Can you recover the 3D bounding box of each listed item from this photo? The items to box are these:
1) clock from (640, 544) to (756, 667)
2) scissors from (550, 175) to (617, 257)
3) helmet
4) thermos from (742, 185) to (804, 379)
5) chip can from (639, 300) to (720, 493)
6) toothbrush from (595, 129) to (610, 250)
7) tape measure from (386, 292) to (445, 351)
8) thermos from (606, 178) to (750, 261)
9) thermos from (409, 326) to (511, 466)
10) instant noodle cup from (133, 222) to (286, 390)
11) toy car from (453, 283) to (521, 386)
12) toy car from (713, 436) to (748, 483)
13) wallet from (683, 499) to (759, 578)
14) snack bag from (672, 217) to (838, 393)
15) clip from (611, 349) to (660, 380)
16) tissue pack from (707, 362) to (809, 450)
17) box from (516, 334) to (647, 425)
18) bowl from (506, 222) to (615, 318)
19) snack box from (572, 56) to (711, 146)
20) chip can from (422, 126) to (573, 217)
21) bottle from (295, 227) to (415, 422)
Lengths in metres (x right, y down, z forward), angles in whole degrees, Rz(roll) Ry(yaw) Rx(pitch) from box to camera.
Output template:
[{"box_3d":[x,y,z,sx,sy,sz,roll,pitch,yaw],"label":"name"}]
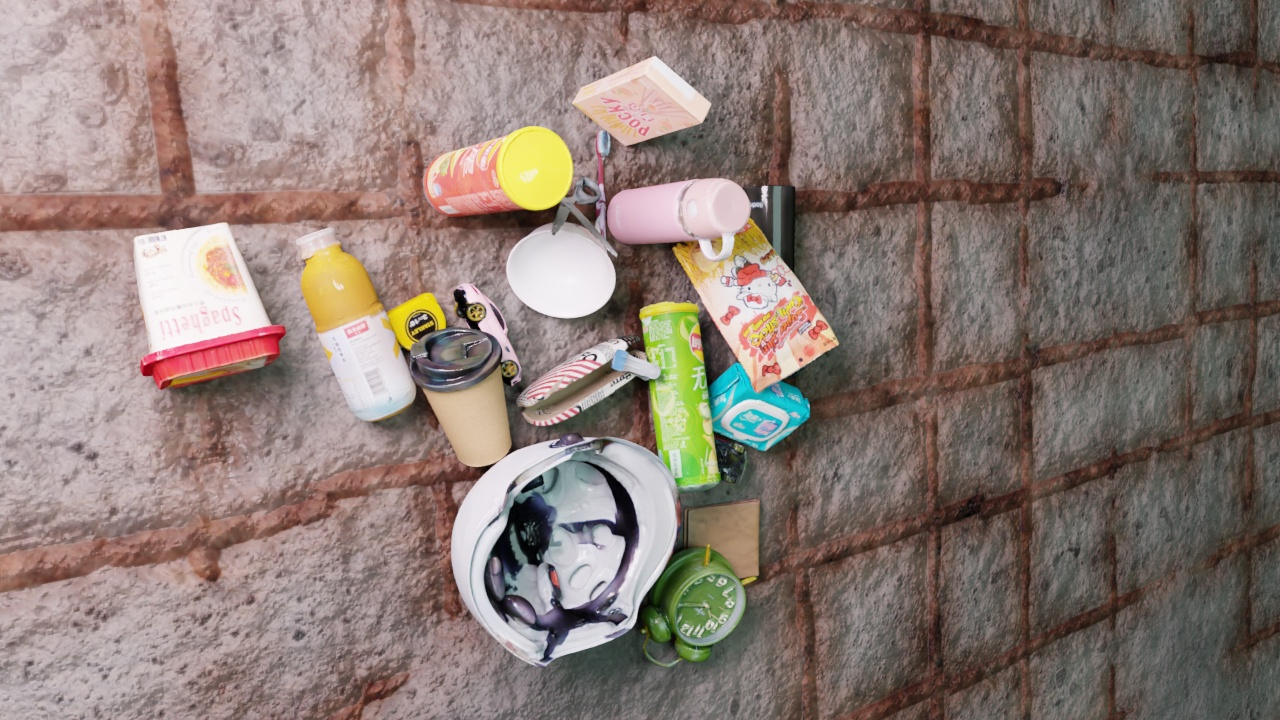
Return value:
[{"box_3d":[0.064,0.310,1.141,0.116,0.056,0.161,38,88,-27],"label":"clock"},{"box_3d":[-0.077,-0.168,0.984,0.159,0.180,0.014,-21,150,-55],"label":"scissors"},{"box_3d":[-0.094,0.188,0.988,0.257,0.146,0.229,-29,113,-36],"label":"helmet"},{"box_3d":[0.173,-0.098,1.164,0.068,0.090,0.242,-10,100,-52],"label":"thermos"},{"box_3d":[0.047,0.045,1.079,0.072,0.073,0.221,-2,82,-32],"label":"chip can"},{"box_3d":[-0.043,-0.173,1.064,0.016,0.017,0.187,-2,94,-31],"label":"toothbrush"},{"box_3d":[-0.232,-0.037,0.951,0.059,0.029,0.057,-32,109,-26],"label":"tape measure"},{"box_3d":[0.040,-0.153,1.012,0.067,0.199,0.087,-9,101,-32],"label":"thermos"},{"box_3d":[-0.178,0.037,0.943,0.092,0.093,0.143,-31,133,-26],"label":"thermos"},{"box_3d":[-0.389,-0.048,0.811,0.116,0.117,0.124,-16,90,-30],"label":"instant noodle cup"},{"box_3d":[-0.160,-0.029,0.982,0.037,0.056,0.122,-33,111,-18],"label":"toy car"},{"box_3d":[0.080,0.117,1.149,0.120,0.045,0.053,23,83,-26],"label":"toy car"},{"box_3d":[0.106,0.236,1.193,0.115,0.020,0.101,-3,94,-29],"label":"wallet"},{"box_3d":[0.137,-0.077,1.104,0.128,0.073,0.208,-31,83,-15],"label":"snack bag"},{"box_3d":[-0.006,0.006,1.030,0.056,0.027,0.024,20,79,-22],"label":"clip"},{"box_3d":[0.136,0.059,1.150,0.133,0.093,0.050,22,40,-31],"label":"tissue pack"},{"box_3d":[-0.063,0.029,1.044,0.163,0.076,0.073,-34,106,-28],"label":"box"},{"box_3d":[-0.084,-0.111,1.009,0.118,0.119,0.064,40,34,-28],"label":"bowl"},{"box_3d":[-0.002,-0.279,0.999,0.084,0.157,0.026,32,75,-29],"label":"snack box"},{"box_3d":[-0.143,-0.175,0.884,0.073,0.217,0.073,-3,96,-31],"label":"chip can"},{"box_3d":[-0.281,-0.035,0.897,0.067,0.068,0.189,-27,107,-28],"label":"bottle"}]
